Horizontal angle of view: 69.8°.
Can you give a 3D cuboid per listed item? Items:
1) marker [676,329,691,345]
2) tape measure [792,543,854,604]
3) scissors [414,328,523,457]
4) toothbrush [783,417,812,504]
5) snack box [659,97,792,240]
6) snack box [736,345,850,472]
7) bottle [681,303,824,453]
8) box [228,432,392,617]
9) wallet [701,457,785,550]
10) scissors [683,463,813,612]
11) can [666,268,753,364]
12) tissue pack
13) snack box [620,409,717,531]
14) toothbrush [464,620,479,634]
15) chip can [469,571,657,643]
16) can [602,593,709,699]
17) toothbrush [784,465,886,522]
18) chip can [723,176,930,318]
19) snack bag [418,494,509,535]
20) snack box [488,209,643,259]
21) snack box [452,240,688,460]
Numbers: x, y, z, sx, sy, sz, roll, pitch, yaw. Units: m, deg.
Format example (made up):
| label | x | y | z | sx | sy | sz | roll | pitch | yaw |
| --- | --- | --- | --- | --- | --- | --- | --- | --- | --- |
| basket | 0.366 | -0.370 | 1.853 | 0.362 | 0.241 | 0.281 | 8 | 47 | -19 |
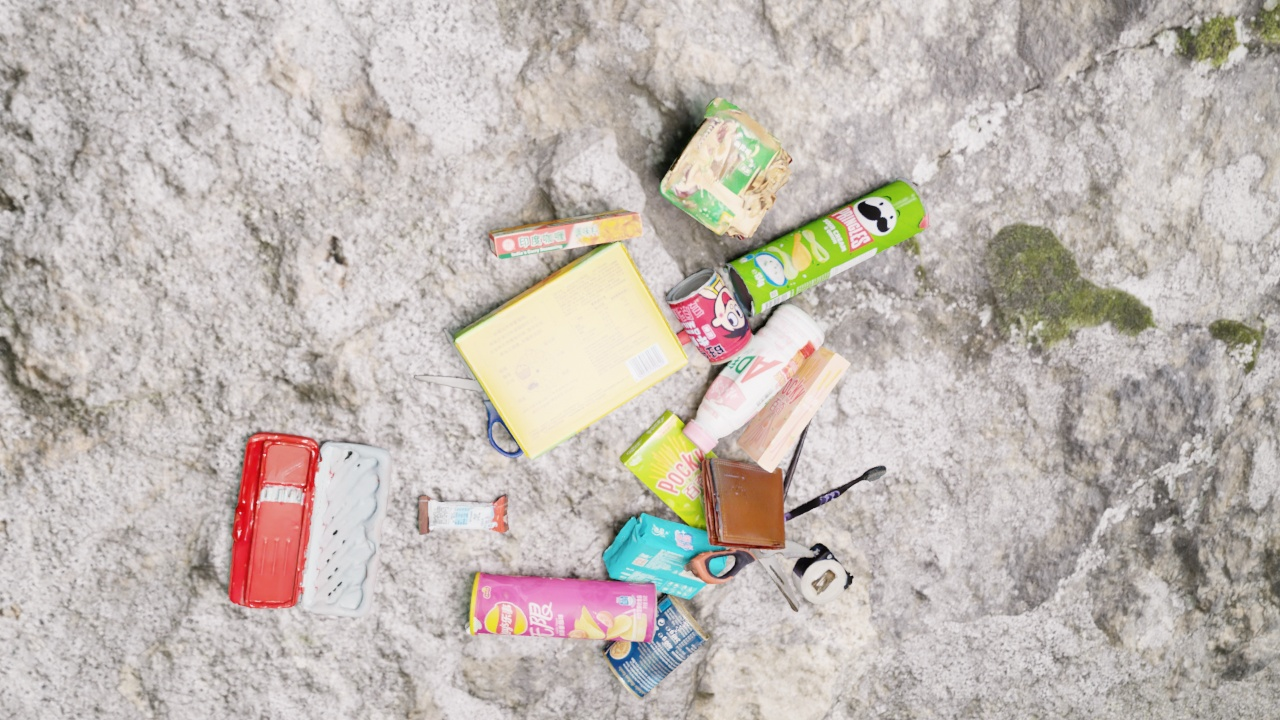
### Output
| label | x | y | z | sx | sy | sz | roll | pitch | yaw |
| --- | --- | --- | --- | --- | --- | --- | --- | --- | --- |
| marker | -0.006 | 0.006 | 1.068 | 0.145 | 0.017 | 0.017 | -30 | 108 | -5 |
| tape measure | 0.231 | 0.279 | 1.181 | 0.066 | 0.033 | 0.066 | -43 | 107 | -2 |
| scissors | -0.166 | 0.037 | 1.039 | 0.162 | 0.012 | 0.174 | -14 | 105 | -9 |
| toothbrush | 0.192 | 0.117 | 1.143 | 0.018 | 0.015 | 0.181 | 14 | 98 | -10 |
| snack box | 0.081 | -0.202 | 0.995 | 0.117 | 0.105 | 0.118 | 33 | 92 | -16 |
| snack box | 0.179 | 0.053 | 1.089 | 0.026 | 0.084 | 0.157 | 34 | 93 | -15 |
| bottle | 0.127 | 0.024 | 1.071 | 0.068 | 0.068 | 0.197 | 44 | 86 | -19 |
| box | -0.363 | 0.182 | 1.012 | 0.158 | 0.039 | 0.201 | 8 | 100 | -16 |
| wallet | 0.124 | 0.167 | 1.072 | 0.124 | 0.032 | 0.101 | 14 | 64 | -39 |
| scissors | 0.130 | 0.212 | 1.093 | 0.225 | 0.015 | 0.189 | 3 | 74 | -40 |
| can | 0.081 | -0.049 | 1.050 | 0.066 | 0.066 | 0.094 | -35 | 108 | -4 |
| tissue pack | 0.029 | 0.233 | 1.095 | 0.133 | 0.050 | 0.093 | 20 | 133 | -19 |
| snack box | 0.058 | 0.141 | 1.110 | 0.086 | 0.026 | 0.156 | -45 | 108 | -1 |
| toothbrush | -0.121 | 0.315 | 1.112 | 0.180 | 0.016 | 0.016 | -2 | 105 | -13 |
| chip can | -0.088 | 0.287 | 1.065 | 0.210 | 0.071 | 0.071 | 4 | 102 | -4 |
| can | 0.019 | 0.347 | 1.123 | 0.111 | 0.075 | 0.075 | -41 | 109 | -2 |
| toothbrush | 0.232 | 0.179 | 1.168 | 0.189 | 0.017 | 0.014 | -25 | 108 | -5 |
| chip can | 0.215 | -0.130 | 1.061 | 0.236 | 0.072 | 0.072 | -27 | 108 | -6 |
| snack bag | -0.202 | 0.177 | 1.055 | 0.104 | 0.026 | 0.048 | 0 | 96 | -13 |
| snack box | -0.082 | -0.136 | 0.984 | 0.155 | 0.077 | 0.027 | -11 | 105 | -11 |
| snack box | -0.076 | -0.014 | 1.006 | 0.210 | 0.070 | 0.157 | -32 | 101 | -7 |
